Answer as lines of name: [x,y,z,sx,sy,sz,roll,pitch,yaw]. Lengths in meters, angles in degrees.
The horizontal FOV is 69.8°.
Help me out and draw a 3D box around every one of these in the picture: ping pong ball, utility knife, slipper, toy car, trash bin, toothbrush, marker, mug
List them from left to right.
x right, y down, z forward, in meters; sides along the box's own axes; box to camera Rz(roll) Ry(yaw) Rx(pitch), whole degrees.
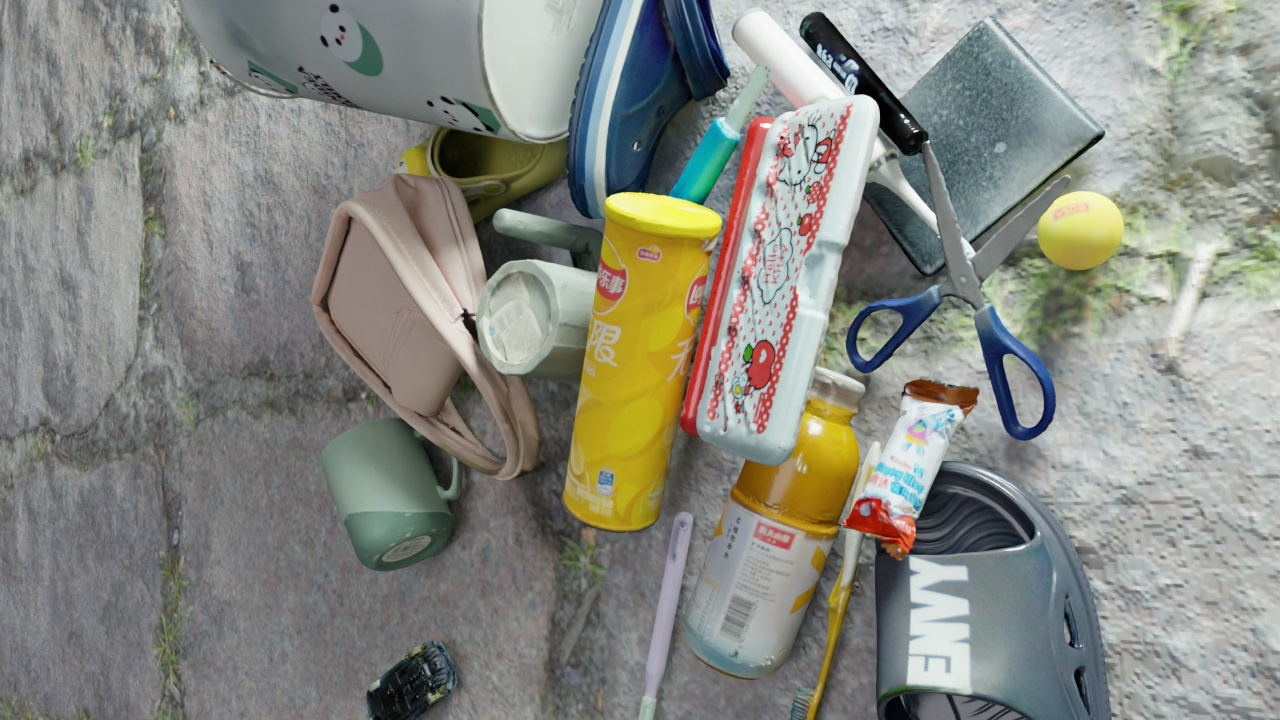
mug: [-0.198,0.107,0.768,0.111,0.082,0.106,-29,65,-2]
toy car: [-0.192,0.277,0.773,0.106,0.031,0.049,-42,63,26]
trash bin: [-0.155,-0.272,0.646,0.252,0.229,0.230,21,99,21]
slipper: [-0.140,-0.166,0.739,0.191,0.081,0.091,-15,75,33]
mug: [-0.056,-0.044,0.650,0.084,0.103,0.124,-23,74,34]
toothbrush: [0.013,0.197,0.632,0.029,0.021,0.189,11,92,-1]
slipper: [0.020,-0.214,0.616,0.095,0.105,0.253,17,104,10]
utility knife: [0.038,-0.115,0.589,0.192,0.018,0.034,123,144,-51]
toothbrush: [0.116,0.138,0.546,0.018,0.016,0.191,15,103,19]
toothbrush: [0.125,-0.134,0.546,0.027,0.026,0.221,-51,60,33]
marker: [0.133,-0.168,0.550,0.020,0.022,0.132,-57,43,35]
slipper: [0.178,0.180,0.464,0.111,0.083,0.268,-18,73,33]
ping pong ball: [0.227,-0.067,0.474,0.040,0.040,0.040,-4,84,37]

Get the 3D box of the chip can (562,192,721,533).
chip can: [-0.004,0.003,0.592,0.072,0.071,0.214,28,119,35]

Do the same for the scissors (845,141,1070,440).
scissors: [0.174,-0.030,0.496,0.162,0.012,0.176,57,141,7]

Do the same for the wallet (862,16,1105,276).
wallet: [0.183,-0.121,0.527,0.121,0.019,0.097,-44,63,29]

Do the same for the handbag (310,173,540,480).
handbag: [-0.155,-0.008,0.713,0.234,0.093,0.194,56,146,10]

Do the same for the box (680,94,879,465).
box: [0.070,-0.046,0.536,0.161,0.060,0.201,-169,92,-79]

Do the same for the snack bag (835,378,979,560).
snack bag: [0.146,0.057,0.500,0.045,0.026,0.105,11,66,49]

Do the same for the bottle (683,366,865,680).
bottle: [0.084,0.096,0.553,0.068,0.068,0.189,26,101,36]
